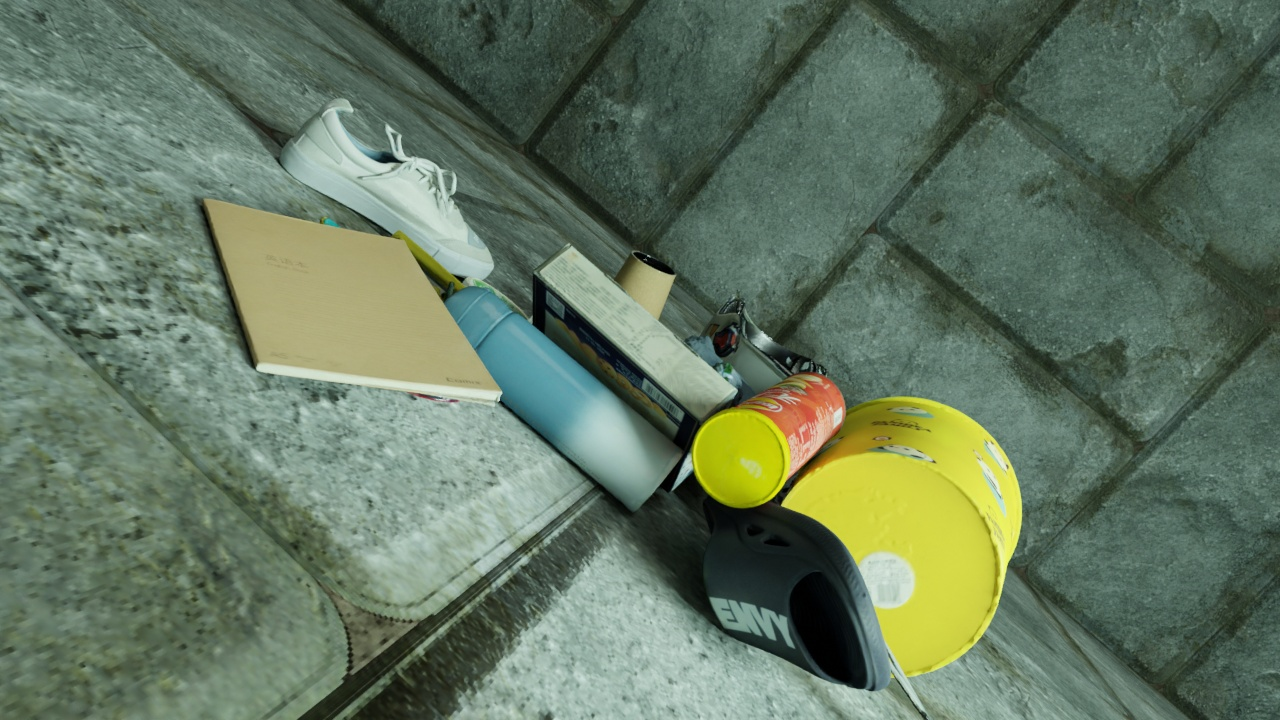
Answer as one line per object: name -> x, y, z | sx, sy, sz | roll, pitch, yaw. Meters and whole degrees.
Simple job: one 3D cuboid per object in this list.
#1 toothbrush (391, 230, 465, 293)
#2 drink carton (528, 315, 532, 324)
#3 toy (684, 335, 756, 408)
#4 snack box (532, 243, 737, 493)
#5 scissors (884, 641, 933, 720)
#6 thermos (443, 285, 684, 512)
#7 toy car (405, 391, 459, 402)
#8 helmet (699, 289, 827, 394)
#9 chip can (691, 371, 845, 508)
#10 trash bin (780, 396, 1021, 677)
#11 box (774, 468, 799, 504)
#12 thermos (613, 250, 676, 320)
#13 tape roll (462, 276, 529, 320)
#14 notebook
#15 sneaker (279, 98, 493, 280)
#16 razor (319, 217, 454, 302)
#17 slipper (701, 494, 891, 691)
toothbrush -> -0.169, -0.061, 0.886 | 0.190, 0.016, 0.016 | 41, 16, 5
drink carton -> -0.063, 0.002, 0.908 | 0.122, 0.045, 0.053 | 44, -3, 10
toy -> 0.073, 0.041, 0.905 | 0.356, 0.091, 0.138 | -58, 135, -87
snack box -> -0.015, 0.014, 0.778 | 0.178, 0.045, 0.183 | 42, -22, 12
scissors -> 0.214, 0.278, 0.625 | 0.204, 0.022, 0.224 | 45, 16, -42
thermos -> -0.069, 0.028, 0.723 | 0.220, 0.070, 0.070 | 39, 10, 2
toy car -> -0.149, -0.002, 0.624 | 0.049, 0.031, 0.106 | 13, 24, -32
helmet -> 0.152, 0.046, 1.209 | 0.230, 0.157, 0.273 | 38, 16, -24
chip can -> 0.111, 0.056, 0.739 | 0.073, 0.073, 0.216 | 42, 22, 14
trash bin -> 0.234, 0.157, 0.846 | 0.229, 0.230, 0.255 | 42, 15, 13
box -> 0.255, 0.200, 1.121 | 0.177, 0.082, 0.261 | 42, -4, 13
thermos -> -0.015, -0.056, 1.110 | 0.093, 0.143, 0.093 | 26, 17, -9
tape roll -> -0.148, -0.054, 0.943 | 0.086, 0.014, 0.085 | 39, 10, -8
notebook -> -0.195, -0.042, 0.603 | 0.149, 0.012, 0.211 | 10, 27, -38
sneaker -> -0.233, -0.171, 0.926 | 0.242, 0.091, 0.089 | 33, 13, -38
razor -> -0.210, -0.076, 0.756 | 0.132, 0.028, 0.043 | 36, 41, -36
slipper -> 0.085, 0.164, 0.654 | 0.111, 0.083, 0.268 | 69, -12, -11
